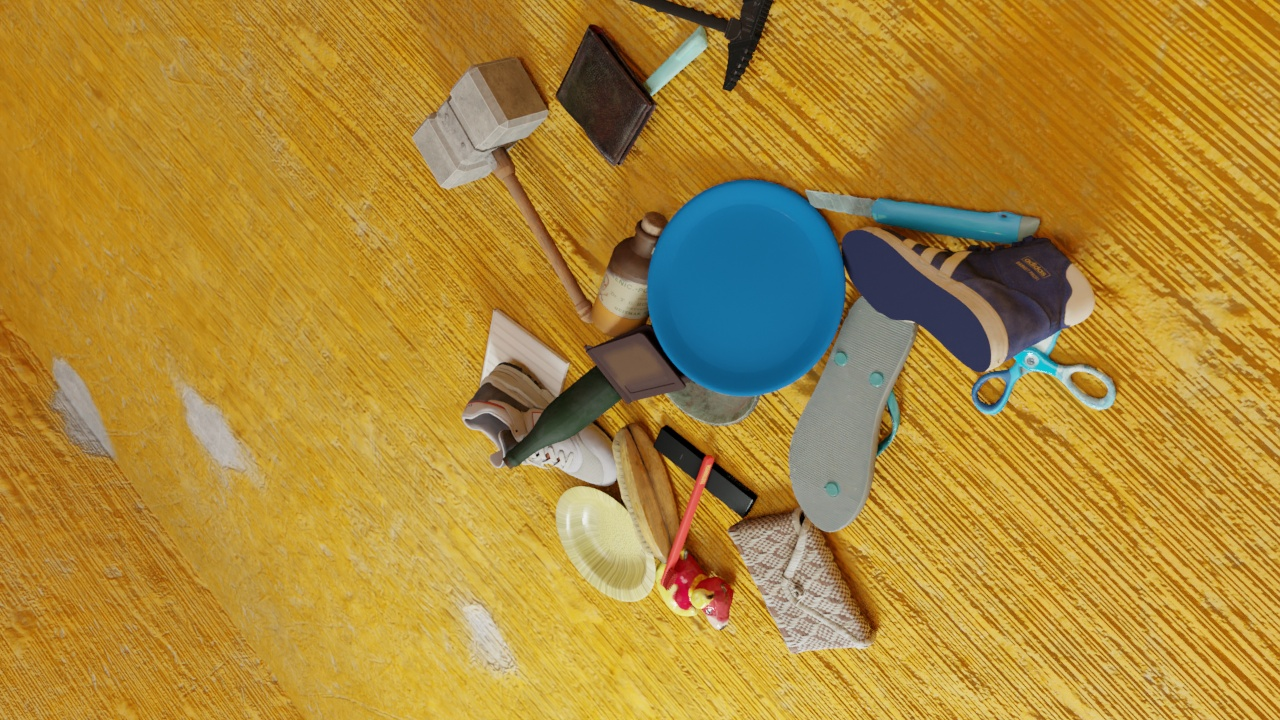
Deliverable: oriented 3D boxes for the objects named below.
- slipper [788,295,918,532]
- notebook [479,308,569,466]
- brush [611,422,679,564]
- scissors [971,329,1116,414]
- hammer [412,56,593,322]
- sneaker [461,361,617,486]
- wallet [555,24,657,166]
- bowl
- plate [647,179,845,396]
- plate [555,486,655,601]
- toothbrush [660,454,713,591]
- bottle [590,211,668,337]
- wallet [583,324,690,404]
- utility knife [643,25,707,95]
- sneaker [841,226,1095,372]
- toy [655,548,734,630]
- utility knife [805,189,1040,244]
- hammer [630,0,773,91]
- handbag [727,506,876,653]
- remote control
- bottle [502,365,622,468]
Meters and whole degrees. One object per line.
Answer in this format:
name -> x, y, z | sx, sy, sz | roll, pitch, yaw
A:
slipper -> 0.222, 0.051, 0.960 | 0.098, 0.054, 0.269 | 26, 117, 33
notebook -> -0.177, 0.043, 1.335 | 0.142, 0.009, 0.210 | 36, 132, 21
brush -> 0.007, 0.176, 1.205 | 0.043, 0.059, 0.195 | -4, 106, 55
scissors -> 0.355, 0.010, 0.834 | 0.134, 0.011, 0.140 | 43, 133, 13
hammer -> -0.138, -0.185, 1.119 | 0.163, 0.082, 0.317 | -28, 92, 47
sneaker -> -0.146, 0.110, 1.250 | 0.240, 0.124, 0.089 | 38, 133, 13
wallet -> -0.038, -0.288, 1.005 | 0.120, 0.031, 0.100 | 55, 140, 15
bowl -> 0.081, -0.003, 1.054 | 0.158, 0.038, 0.158 | 21, 125, 33
plate -> 0.109, -0.075, 0.962 | 0.225, 0.024, 0.224 | 2, 94, 31
plate -> -0.041, 0.254, 1.309 | 0.184, 0.036, 0.185 | 21, 125, 33
toothbrush -> 0.060, 0.211, 1.165 | 0.018, 0.012, 0.213 | 48, 130, 46
bottle -> -0.005, -0.101, 1.058 | 0.068, 0.067, 0.157 | 40, 134, 18
wallet -> -0.006, 0.007, 1.081 | 0.116, 0.018, 0.091 | -19, 115, 48
utility knife -> 0.014, -0.294, 0.970 | 0.167, 0.015, 0.022 | -31, 77, 46
sneaker -> 0.287, -0.079, 0.811 | 0.233, 0.118, 0.091 | -127, 17, -60
toy -> 0.069, 0.300, 1.225 | 0.137, 0.067, 0.105 | 5, 114, 54
utility knife -> 0.251, -0.136, 0.845 | 0.222, 0.015, 0.031 | 16, 121, 32
hammer -> -0.014, -0.370, 0.944 | 0.325, 0.015, 0.095 | 31, 113, 30
handbag -> 0.191, 0.268, 1.101 | 0.124, 0.046, 0.186 | -23, 96, 47
remote control -> 0.080, 0.138, 1.152 | 0.150, 0.013, 0.034 | 37, 129, 21
bottle -> -0.106, 0.080, 1.183 | 0.055, 0.174, 0.055 | 51, -179, -2
